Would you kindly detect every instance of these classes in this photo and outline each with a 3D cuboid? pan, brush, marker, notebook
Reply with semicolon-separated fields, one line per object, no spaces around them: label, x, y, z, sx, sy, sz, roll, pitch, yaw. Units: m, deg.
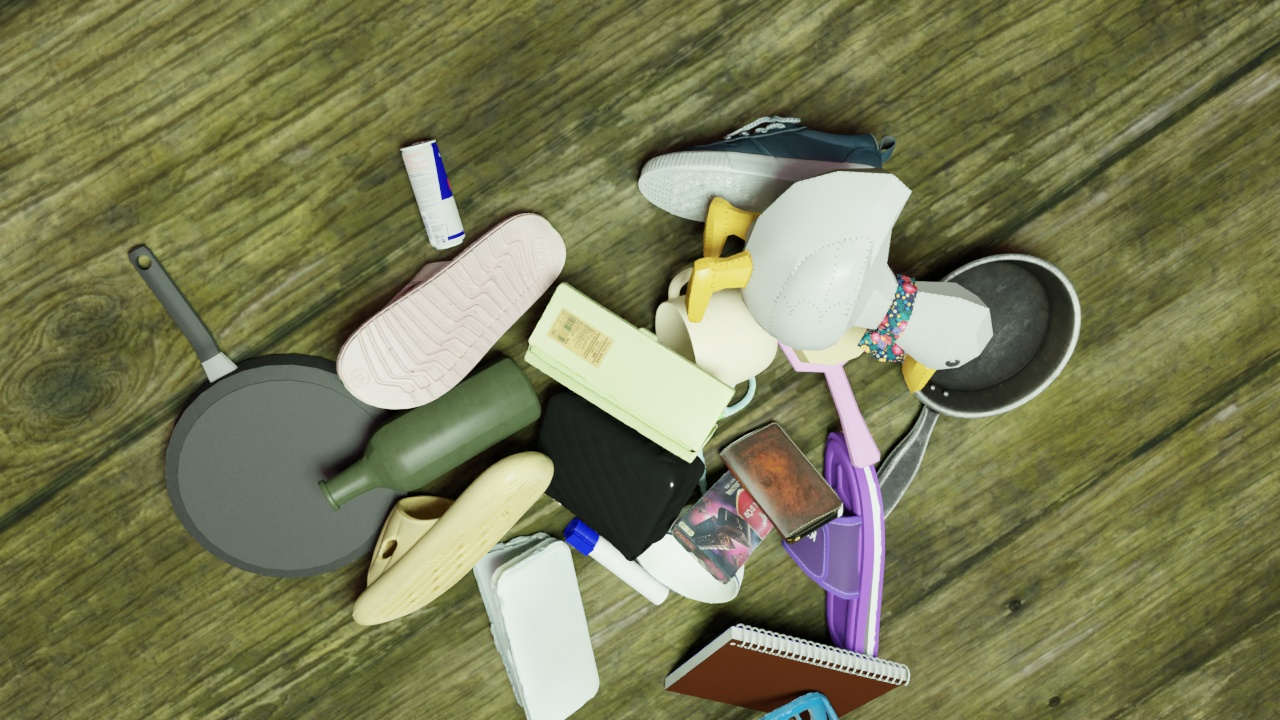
pan;0.320;0.044;0.979;0.187;0.055;0.358;24;113;-17
brush;0.190;-0.005;0.900;0.089;0.043;0.228;-19;88;-12
marker;-0.025;0.216;0.974;0.133;0.027;0.023;41;116;-19
notebook;0.158;0.348;1.004;0.209;0.022;0.172;18;138;-16
pan;-0.363;0.052;0.856;0.225;0.034;0.356;-29;111;-2

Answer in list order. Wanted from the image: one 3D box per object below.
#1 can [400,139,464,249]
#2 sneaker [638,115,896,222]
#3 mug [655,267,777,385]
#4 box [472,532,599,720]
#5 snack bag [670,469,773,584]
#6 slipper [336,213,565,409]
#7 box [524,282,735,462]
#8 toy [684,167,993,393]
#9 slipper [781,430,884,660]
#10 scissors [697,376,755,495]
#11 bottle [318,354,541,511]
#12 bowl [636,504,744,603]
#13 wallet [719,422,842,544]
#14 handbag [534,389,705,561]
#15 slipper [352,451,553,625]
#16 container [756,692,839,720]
can;-0.187;-0.150;0.829;0.032;0.032;0.095;-17;109;-6
sneaker;0.117;-0.182;0.853;0.235;0.089;0.087;4;65;3
mug;0.076;-0.034;0.885;0.099;0.096;0.120;-15;94;-18
box;-0.096;0.286;0.954;0.122;0.083;0.215;-17;109;-2
snack bag;0.090;0.159;0.914;0.074;0.154;0.018;44;123;9
slipper;-0.172;-0.046;0.850;0.239;0.064;0.094;-42;113;-15
box;-0.007;0.012;0.852;0.188;0.083;0.091;34;99;8
toy;0.178;-0.071;0.792;0.268;0.140;0.247;12;146;8
slipper;0.197;0.211;0.979;0.084;0.107;0.267;-9;112;-9
scissors;0.061;0.070;0.953;0.159;0.025;0.171;-19;113;-11
bottle;-0.196;0.072;0.851;0.206;0.071;0.071;-30;110;-16
bowl;0.057;0.192;0.953;0.118;0.118;0.062;47;50;-19
wallet;0.142;0.122;0.928;0.072;0.123;0.019;-29;140;-9
handbag;-0.021;0.105;0.895;0.154;0.114;0.125;32;114;20
slipper;-0.188;0.158;0.888;0.262;0.079;0.111;-43;155;21
container;0.098;0.551;1.030;0.362;0.089;0.257;-28;123;1
